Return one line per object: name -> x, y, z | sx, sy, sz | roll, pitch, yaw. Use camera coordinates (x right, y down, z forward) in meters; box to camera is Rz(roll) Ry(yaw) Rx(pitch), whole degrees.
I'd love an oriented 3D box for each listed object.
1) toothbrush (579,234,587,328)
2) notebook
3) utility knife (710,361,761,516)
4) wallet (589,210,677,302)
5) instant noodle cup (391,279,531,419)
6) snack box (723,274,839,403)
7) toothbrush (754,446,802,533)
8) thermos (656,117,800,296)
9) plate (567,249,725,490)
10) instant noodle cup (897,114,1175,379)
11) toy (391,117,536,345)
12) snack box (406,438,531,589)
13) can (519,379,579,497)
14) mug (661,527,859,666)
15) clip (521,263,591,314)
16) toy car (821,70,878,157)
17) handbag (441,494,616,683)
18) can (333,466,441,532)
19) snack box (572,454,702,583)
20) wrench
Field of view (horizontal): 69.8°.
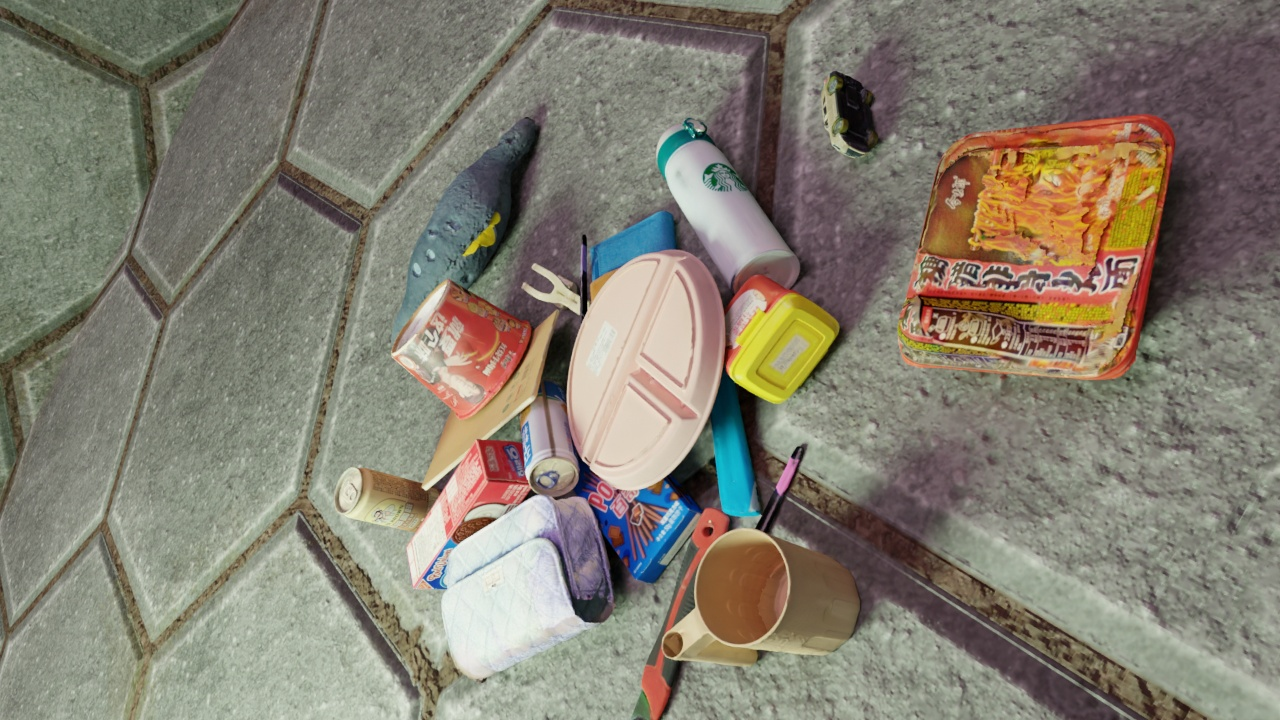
toothbrush -> -0.059, -0.043, 0.983 | 0.017, 0.014, 0.189 | -3, 83, 32
notebook -> -0.167, 0.044, 1.026 | 0.208, 0.008, 0.147 | -39, 26, 33
utility knife -> 0.078, 0.049, 0.833 | 0.034, 0.018, 0.198 | -20, 58, 23
wallet -> -0.005, -0.082, 0.960 | 0.107, 0.040, 0.132 | -23, 56, 30
instant noodle cup -> -0.207, -0.017, 1.039 | 0.138, 0.108, 0.137 | -42, 24, 24
snack box -> 0.110, -0.023, 0.793 | 0.091, 0.082, 0.080 | -54, 34, 12
toothbrush -> 0.093, 0.157, 0.772 | 0.014, 0.017, 0.189 | 23, 87, 49
thermos -> 0.076, -0.152, 0.888 | 0.073, 0.073, 0.224 | -44, 47, 21
plate -> -0.005, 0.005, 0.853 | 0.230, 0.028, 0.229 | -27, 56, 49
instant noodle cup -> 0.281, -0.073, 0.648 | 0.165, 0.079, 0.188 | 8, 79, 45
toy -> -0.232, -0.160, 1.185 | 0.356, 0.091, 0.138 | -59, 16, 5
snack box -> -0.185, 0.167, 0.972 | 0.208, 0.057, 0.058 | -53, 44, 34
can -> -0.094, 0.077, 0.935 | 0.053, 0.053, 0.134 | -47, 29, 18
mug -> 0.091, 0.190, 0.694 | 0.125, 0.103, 0.084 | -46, 46, 19
clip -> -0.093, -0.076, 1.020 | 0.035, 0.092, 0.103 | -59, 33, 5
toy car -> 0.187, -0.220, 0.832 | 0.035, 0.042, 0.090 | -46, 37, 50
handbag -> -0.117, 0.219, 0.890 | 0.194, 0.075, 0.134 | -37, 58, 36
can -> -0.290, 0.163, 1.065 | 0.059, 0.116, 0.058 | -20, 58, 37
snack box -> -0.010, 0.127, 0.877 | 0.085, 0.026, 0.157 | -55, 44, 12
wrench -> 0.024, 0.259, 0.792 | 0.056, 0.016, 0.273 | 10, 79, 45
